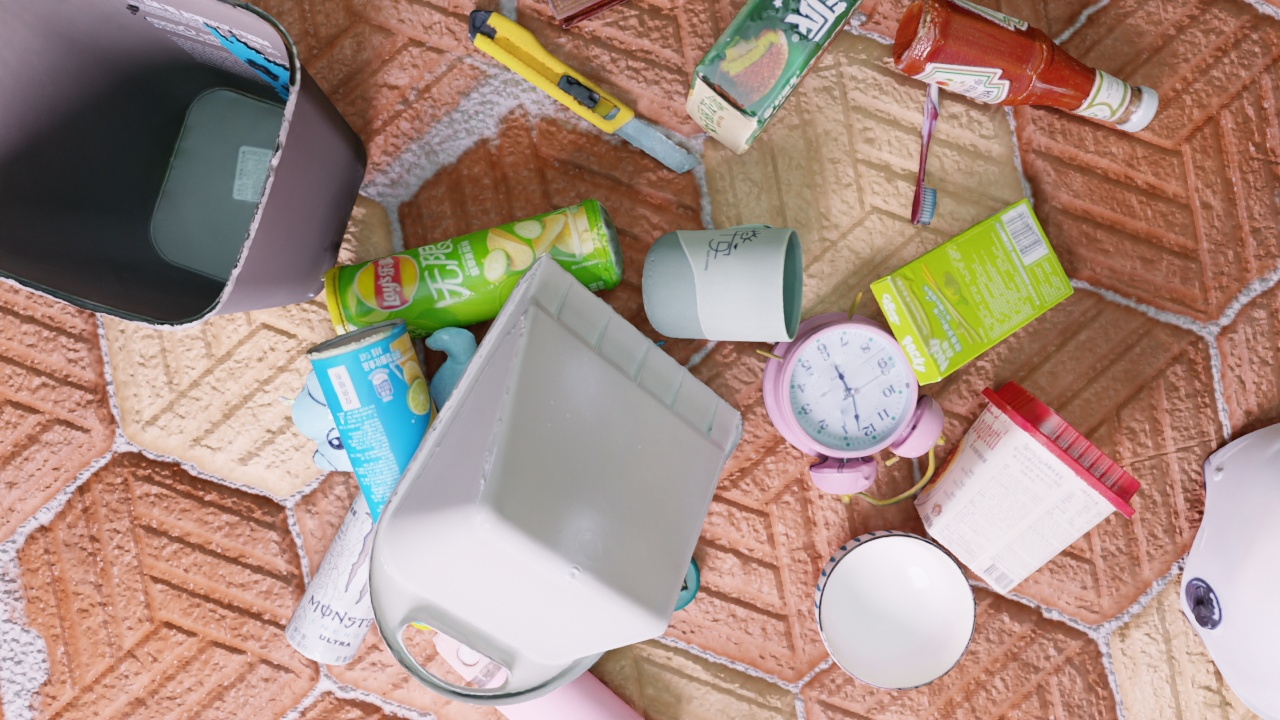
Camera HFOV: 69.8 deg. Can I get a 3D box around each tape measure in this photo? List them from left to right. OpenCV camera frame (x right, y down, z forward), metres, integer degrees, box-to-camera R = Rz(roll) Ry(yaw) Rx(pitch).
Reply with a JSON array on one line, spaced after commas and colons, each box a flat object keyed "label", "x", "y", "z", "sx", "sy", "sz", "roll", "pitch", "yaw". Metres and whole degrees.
[{"label": "tape measure", "x": 0.020, "y": 0.172, "z": 0.727, "sx": 0.054, "sy": 0.025, "sz": 0.058, "roll": -19, "pitch": 92, "yaw": 2}]

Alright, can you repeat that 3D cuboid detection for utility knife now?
[{"label": "utility knife", "x": -0.045, "y": -0.212, "z": 0.723, "sx": 0.218, "sy": 0.015, "sz": 0.033, "roll": 33, "pitch": 94, "yaw": -1}]

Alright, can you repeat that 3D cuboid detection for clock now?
[{"label": "clock", "x": 0.165, "y": 0.037, "z": 0.706, "sx": 0.117, "sy": 0.060, "sz": 0.158, "roll": -31, "pitch": 93, "yaw": 1}]

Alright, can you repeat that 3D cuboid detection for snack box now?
[{"label": "snack box", "x": 0.130, "y": -0.270, "z": 0.672, "sx": 0.063, "sy": 0.114, "sz": 0.240, "roll": 38, "pitch": 92, "yaw": -1}, {"label": "snack box", "x": 0.251, "y": -0.054, "z": 0.690, "sx": 0.156, "sy": 0.026, "sz": 0.086, "roll": -29, "pitch": 92, "yaw": -23}]

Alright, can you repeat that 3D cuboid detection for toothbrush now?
[{"label": "toothbrush", "x": 0.233, "y": -0.199, "z": 0.722, "sx": 0.017, "sy": 0.016, "sz": 0.187, "roll": 7, "pitch": 91, "yaw": -8}]

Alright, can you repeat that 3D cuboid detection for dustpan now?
[{"label": "dustpan", "x": -0.067, "y": 0.104, "z": 0.654, "sx": 0.222, "sy": 0.257, "sz": 0.143, "roll": 39, "pitch": 136, "yaw": -26}]

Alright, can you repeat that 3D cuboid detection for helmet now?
[{"label": "helmet", "x": 0.542, "y": 0.170, "z": 0.663, "sx": 0.229, "sy": 0.146, "sz": 0.258, "roll": 2, "pitch": 91, "yaw": 0}]

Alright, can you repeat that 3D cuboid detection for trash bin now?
[{"label": "trash bin", "x": -0.305, "y": -0.132, "z": 0.625, "sx": 0.199, "sy": 0.219, "sz": 0.198, "roll": 19, "pitch": 92, "yaw": 0}]

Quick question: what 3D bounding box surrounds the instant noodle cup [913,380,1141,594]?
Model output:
[{"label": "instant noodle cup", "x": 0.279, "y": 0.096, "z": 0.686, "sx": 0.116, "sy": 0.116, "sz": 0.124, "roll": 40, "pitch": 102, "yaw": 0}]

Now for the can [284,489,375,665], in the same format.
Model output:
[{"label": "can", "x": -0.216, "y": 0.158, "z": 0.711, "sx": 0.058, "sy": 0.058, "sz": 0.147, "roll": 29, "pitch": 91, "yaw": 0}]

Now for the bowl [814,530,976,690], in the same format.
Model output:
[{"label": "bowl", "x": 0.189, "y": 0.185, "z": 0.705, "sx": 0.116, "sy": 0.066, "sz": 0.116, "roll": 0, "pitch": 90, "yaw": 1}]

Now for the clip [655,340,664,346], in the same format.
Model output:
[{"label": "clip", "x": -0.005, "y": 0.003, "z": 0.729, "sx": 0.055, "sy": 0.013, "sz": 0.034, "roll": -12, "pitch": 90, "yaw": 1}]

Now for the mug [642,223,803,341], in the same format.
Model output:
[{"label": "mug", "x": 0.065, "y": -0.066, "z": 0.691, "sx": 0.106, "sy": 0.111, "sz": 0.082, "roll": 2, "pitch": 135, "yaw": 21}]

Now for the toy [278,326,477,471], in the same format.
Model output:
[{"label": "toy", "x": -0.190, "y": 0.032, "z": 0.702, "sx": 0.156, "sy": 0.049, "sz": 0.162, "roll": 20, "pitch": 117, "yaw": -22}]

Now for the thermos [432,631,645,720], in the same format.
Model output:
[{"label": "thermos", "x": -0.064, "y": 0.251, "z": 0.707, "sx": 0.198, "sy": 0.067, "sz": 0.087, "roll": 42, "pitch": 103, "yaw": 0}]

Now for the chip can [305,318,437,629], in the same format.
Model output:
[{"label": "chip can", "x": -0.163, "y": 0.080, "z": 0.646, "sx": 0.071, "sy": 0.071, "sz": 0.210, "roll": -17, "pitch": 103, "yaw": 0}]

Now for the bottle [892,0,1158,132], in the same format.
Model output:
[{"label": "bottle", "x": 0.294, "y": -0.219, "z": 0.694, "sx": 0.206, "sy": 0.060, "sz": 0.060, "roll": 15, "pitch": 91, "yaw": -11}]

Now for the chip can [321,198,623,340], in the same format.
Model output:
[{"label": "chip can", "x": -0.123, "y": -0.064, "z": 0.699, "sx": 0.221, "sy": 0.072, "sz": 0.072, "roll": -15, "pitch": 91, "yaw": 1}]

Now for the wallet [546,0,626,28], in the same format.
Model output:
[{"label": "wallet", "x": -0.031, "y": -0.330, "z": 0.714, "sx": 0.124, "sy": 0.032, "sz": 0.101, "roll": -25, "pitch": 89, "yaw": 0}]
